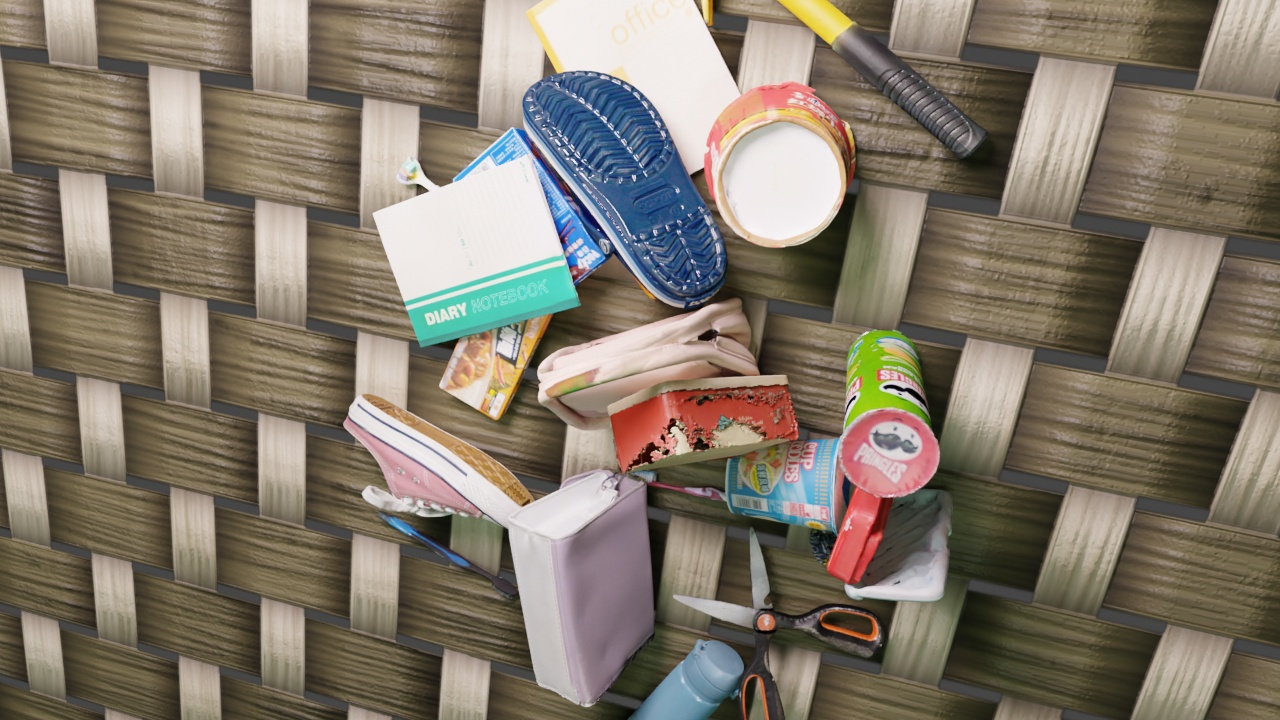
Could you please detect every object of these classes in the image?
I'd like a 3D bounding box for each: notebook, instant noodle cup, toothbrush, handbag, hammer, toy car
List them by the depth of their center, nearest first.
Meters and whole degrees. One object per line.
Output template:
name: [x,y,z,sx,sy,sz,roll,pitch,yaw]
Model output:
hammer: [0.174,-0.280,0.792,0.300,0.032,0.129,40,113,-1]
instant noodle cup: [0.119,-0.162,0.796,0.138,0.108,0.138,3,114,7]
handbag: [-0.005,0.005,0.820,0.193,0.234,0.093,-17,85,16]
notebook: [0.002,-0.266,0.851,0.146,0.010,0.206,-25,101,20]
instant noodle cup: [0.144,0.120,0.902,0.110,0.099,0.099,1,108,21]
notebook: [-0.166,-0.102,0.910,0.210,0.012,0.150,-12,101,31]
toy car: [0.225,0.178,0.929,0.106,0.031,0.049,-12,105,19]
toothbrush: [-0.167,-0.137,0.930,0.189,0.020,0.029,39,109,-1]
handbag: [-0.054,0.228,0.955,0.099,0.144,0.197,12,116,42]
toothbrush: [0.078,0.137,0.961,0.188,0.016,0.017,9,100,12]
toothbrush: [-0.225,0.226,1.067,0.189,0.014,0.016,29,136,4]

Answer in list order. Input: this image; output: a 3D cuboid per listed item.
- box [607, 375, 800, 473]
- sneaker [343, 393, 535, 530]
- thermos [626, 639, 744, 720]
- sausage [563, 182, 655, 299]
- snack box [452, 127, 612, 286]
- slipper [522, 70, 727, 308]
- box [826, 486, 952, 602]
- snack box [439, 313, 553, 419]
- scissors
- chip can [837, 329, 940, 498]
box: [0.062,0.062,0.813,0.092,0.168,0.077,-25,73,45]
sneaker: [-0.222,0.128,0.986,0.241,0.118,0.088,30,94,9]
thermos: [0.033,0.402,1.031,0.070,0.070,0.221,38,112,0]
sausage: [-0.026,-0.124,0.898,0.021,0.021,0.165,-34,97,21]
snack box: [-0.106,-0.139,0.897,0.085,0.026,0.157,-36,87,19]
slipper: [-0.010,-0.154,0.841,0.105,0.095,0.252,-33,80,-20]
box: [0.235,0.143,0.821,0.100,0.201,0.095,21,114,14]
snack box: [-0.148,-0.019,0.961,0.075,0.026,0.154,29,112,3]
scissors: [0.146,0.286,0.957,0.221,0.021,0.233,-2,95,-2]
chip can: [0.207,0.036,0.777,0.072,0.235,0.072,4,107,13]
